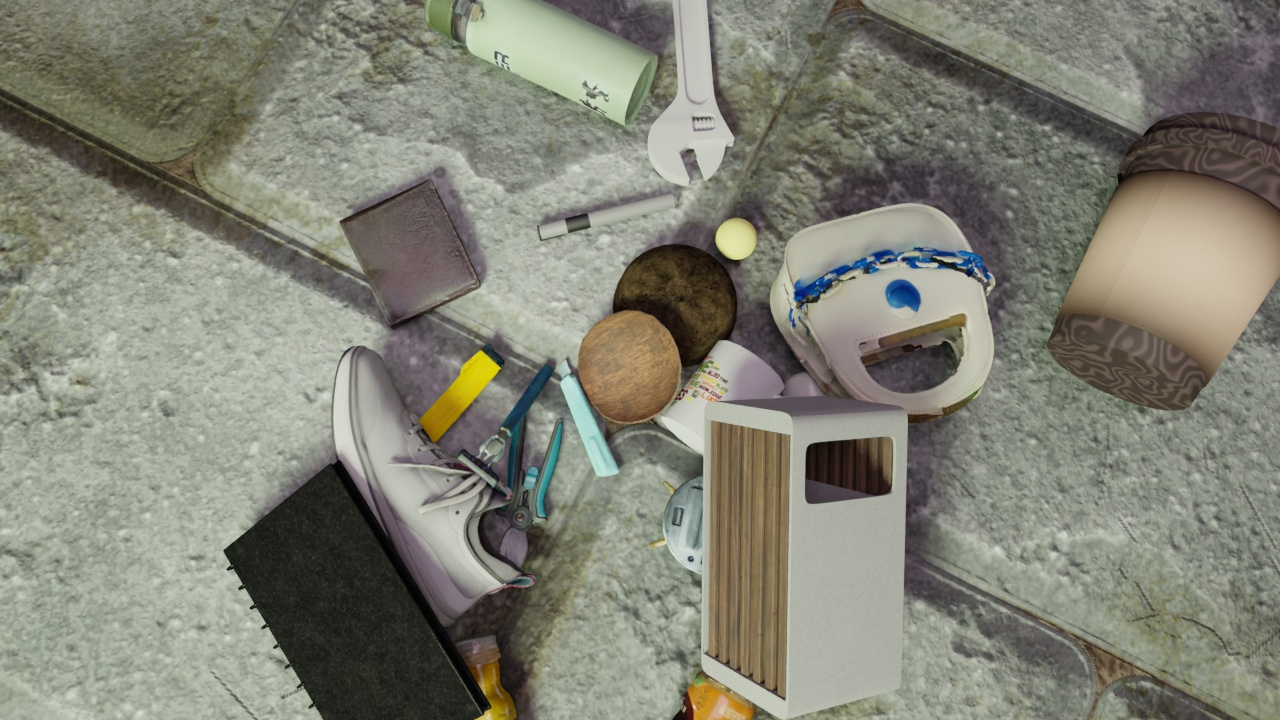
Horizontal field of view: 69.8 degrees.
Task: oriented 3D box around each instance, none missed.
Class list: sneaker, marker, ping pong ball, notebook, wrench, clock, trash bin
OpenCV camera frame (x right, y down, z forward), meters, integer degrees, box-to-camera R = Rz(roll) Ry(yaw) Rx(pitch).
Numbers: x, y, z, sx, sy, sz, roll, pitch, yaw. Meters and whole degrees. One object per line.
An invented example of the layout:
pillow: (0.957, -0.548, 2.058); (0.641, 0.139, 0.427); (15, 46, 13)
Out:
sneaker: (-0.184, 0.103, 0.798); (0.128, 0.097, 0.263); (-19, 86, -7)
marker: (-0.033, -0.143, 0.905); (0.140, 0.016, 0.016); (-15, 78, -5)
ping pong ball: (0.093, -0.118, 0.890); (0.040, 0.040, 0.040); (0, 77, -2)
notebook: (-0.244, 0.221, 0.761); (0.169, 0.019, 0.231); (-36, 84, 26)
wrench: (0.044, -0.309, 0.946); (0.087, 0.018, 0.273); (-4, 76, -1)
clock: (0.077, 0.151, 0.822); (0.129, 0.052, 0.090); (13, 77, 2)
trash bin: (0.130, 0.148, 0.744); (0.114, 0.115, 0.229); (-1, 94, -30)

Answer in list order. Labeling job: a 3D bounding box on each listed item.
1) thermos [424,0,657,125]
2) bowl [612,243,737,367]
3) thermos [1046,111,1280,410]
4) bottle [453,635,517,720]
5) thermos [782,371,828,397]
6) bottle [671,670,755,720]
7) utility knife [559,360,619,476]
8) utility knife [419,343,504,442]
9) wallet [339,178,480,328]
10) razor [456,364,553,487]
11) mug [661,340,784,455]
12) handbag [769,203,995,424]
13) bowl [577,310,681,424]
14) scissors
thermos: (-0.102, -0.316, 0.909); (0.231, 0.082, 0.082); (27, 78, 4)
bowl: (0.035, -0.058, 0.867); (0.121, 0.056, 0.121); (0, 77, -2)
thermos: (0.486, -0.083, 0.835); (0.173, 0.173, 0.226); (31, 84, 5)
bottle: (-0.127, 0.330, 0.776); (0.053, 0.053, 0.186); (-10, 77, -4)
thermos: (0.177, 0.119, 0.832); (0.052, 0.052, 0.224); (-12, 78, -4)
bottle: (0.036, 0.349, 0.772); (0.059, 0.059, 0.167); (29, 78, 5)
utility knife: (-0.053, 0.054, 0.860); (0.022, 0.015, 0.119); (-26, 78, 8)
utility knife: (-0.202, 0.068, 0.851); (0.030, 0.018, 0.206); (40, 80, 12)
wallet: (-0.222, -0.103, 0.886); (0.099, 0.031, 0.120); (-27, 82, -5)
razor: (-0.111, 0.049, 0.821); (0.042, 0.022, 0.143); (40, 44, -10)
mug: (0.087, 0.046, 0.830); (0.105, 0.073, 0.089); (33, 78, 22)
handbag: (0.226, -0.041, 0.825); (0.200, 0.093, 0.199); (-18, 67, -15)
bowl: (-0.005, 0.005, 0.847); (0.114, 0.026, 0.102); (-22, 86, 35)
scissors: (-0.100, 0.117, 0.843); (0.148, 0.019, 0.132); (-33, 79, -9)
